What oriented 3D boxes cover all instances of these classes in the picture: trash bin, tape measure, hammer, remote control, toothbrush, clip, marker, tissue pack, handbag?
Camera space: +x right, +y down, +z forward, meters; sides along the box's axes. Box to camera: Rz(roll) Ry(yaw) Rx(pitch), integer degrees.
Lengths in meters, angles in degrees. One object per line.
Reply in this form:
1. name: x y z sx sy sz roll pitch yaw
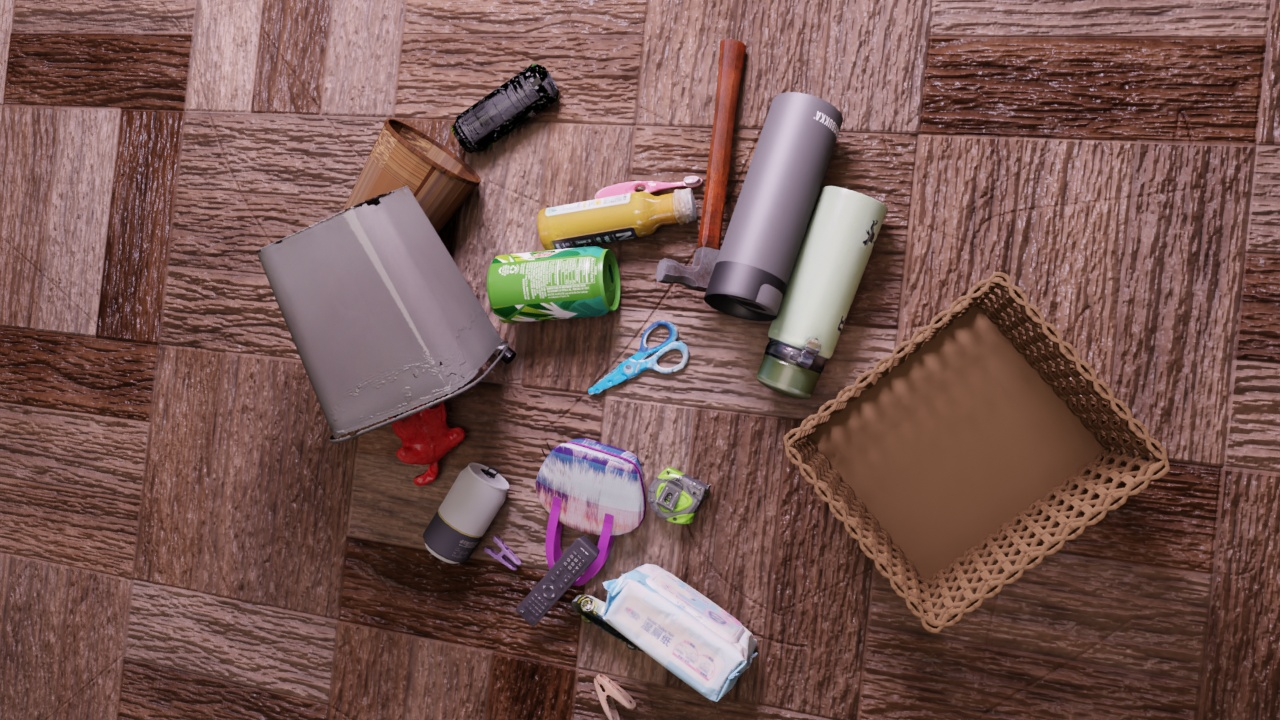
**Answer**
1. trash bin: -0.293 -0.060 1.035 0.197 0.197 0.220 -22 104 11
2. tape measure: 0.041 0.159 1.073 0.066 0.035 0.059 23 95 15
3. hammer: 0.091 -0.226 1.059 0.111 0.028 0.300 11 82 -22
4. remote control: -0.098 0.261 1.082 0.032 0.015 0.137 42 112 6
5. toothbrush: 0.008 -0.208 1.106 0.135 0.016 0.021 -6 82 15
6. clip: -0.175 0.244 1.142 0.041 0.014 0.052 -32 78 12
7. clip: -0.036 0.405 1.093 0.060 0.024 0.039 34 94 24
8. marker: -0.215 -0.048 1.160 0.145 0.019 0.019 40 98 13
9. tissue pack: 0.043 0.294 1.028 0.182 0.112 0.070 34 98 14
10. handbag: -0.068 0.185 1.094 0.145 0.068 0.170 16 99 15

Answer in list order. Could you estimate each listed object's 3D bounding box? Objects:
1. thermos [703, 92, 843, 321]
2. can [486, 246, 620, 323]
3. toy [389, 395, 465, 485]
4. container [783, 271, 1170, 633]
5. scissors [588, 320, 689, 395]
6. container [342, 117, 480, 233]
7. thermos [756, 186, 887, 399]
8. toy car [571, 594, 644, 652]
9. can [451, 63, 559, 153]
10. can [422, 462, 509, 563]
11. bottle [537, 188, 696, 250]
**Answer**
1. thermos: 0.147 -0.166 1.010 0.082 0.082 0.240 17 82 15
2. can: -0.103 -0.090 1.097 0.144 0.083 0.083 -4 87 15
3. toy: -0.275 0.089 1.161 0.088 0.094 0.133 -14 111 -24
4. container: 0.314 0.086 0.908 0.252 0.214 0.219 -40 79 10
5. scissors: -0.007 0.006 1.106 0.135 0.015 0.066 -32 80 14
6. container: -0.300 -0.191 1.138 0.132 0.132 0.167 40 104 13
7. thermos: 0.198 -0.071 1.015 0.082 0.082 0.231 22 93 15
8. toy car: -0.032 0.306 1.083 0.105 0.048 0.033 26 62 13
9. can: -0.167 -0.312 1.139 0.138 0.054 0.054 -31 80 12
10. can: -0.211 0.183 1.127 0.064 0.064 0.127 34 97 14
11. bottle: -0.027 -0.170 1.095 0.186 0.053 0.053 -8 86 12
